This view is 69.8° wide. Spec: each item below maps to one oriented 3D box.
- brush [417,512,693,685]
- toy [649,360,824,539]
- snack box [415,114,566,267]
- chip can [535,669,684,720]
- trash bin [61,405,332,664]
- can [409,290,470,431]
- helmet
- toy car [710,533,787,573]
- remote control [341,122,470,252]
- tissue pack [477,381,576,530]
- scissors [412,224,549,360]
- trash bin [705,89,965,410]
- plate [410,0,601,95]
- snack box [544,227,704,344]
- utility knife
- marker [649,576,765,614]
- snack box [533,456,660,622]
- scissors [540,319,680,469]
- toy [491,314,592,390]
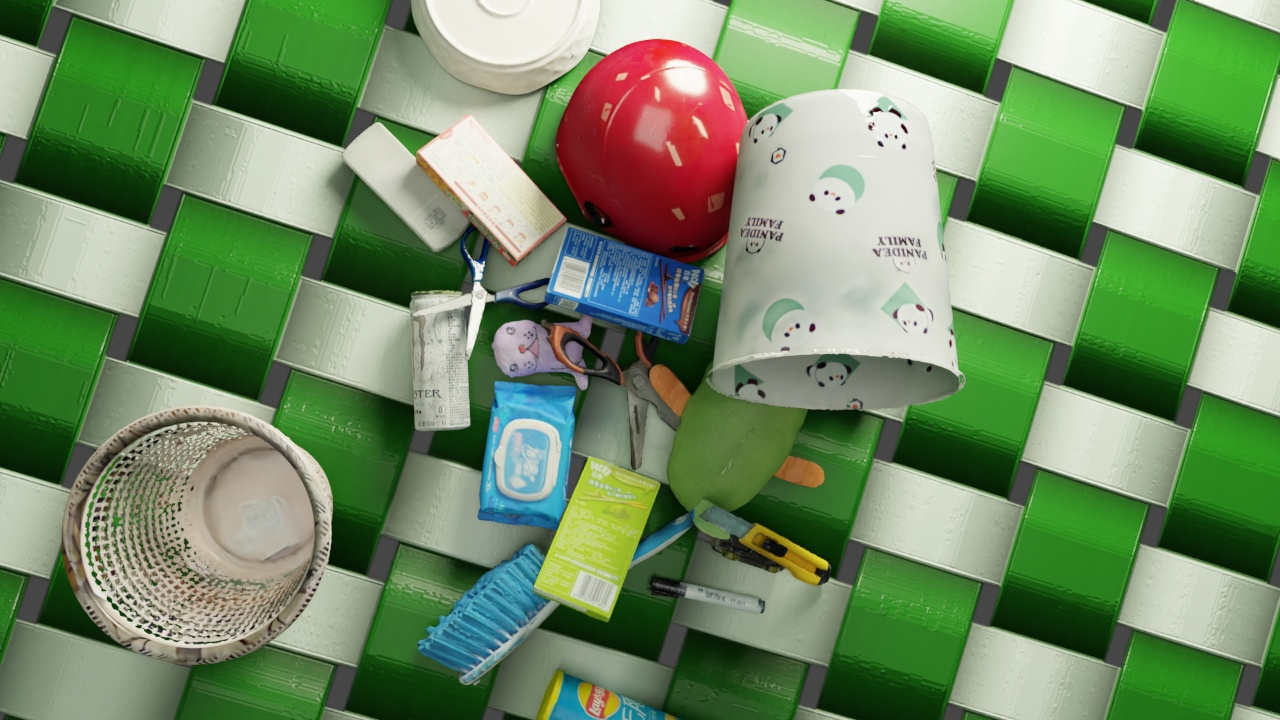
[{"bbox_3d":[-0.086,0.235,0.990,0.314,0.060,0.109,-41,98,-6],"label":"brush"},{"bbox_3d":[0.110,0.064,0.987,0.227,0.090,0.246,32,90,-2],"label":"toy"},{"bbox_3d":[-0.160,-0.183,0.988,0.156,0.027,0.076,48,68,-3],"label":"snack box"},{"bbox_3d":[-0.005,0.403,0.981,0.210,0.071,0.071,23,87,-4],"label":"chip can"},{"bbox_3d":[-0.396,0.155,0.891,0.227,0.192,0.227,0,89,-5],"label":"trash bin"},{"bbox_3d":[-0.213,0.001,0.976,0.058,0.058,0.146,-3,90,-5],"label":"can"},{"bbox_3d":[0.026,-0.223,0.959,0.207,0.144,0.240,-34,93,-6],"label":"helmet"},{"bbox_3d":[0.123,0.204,1.013,0.090,0.035,0.042,20,89,-10],"label":"toy car"},{"bbox_3d":[-0.251,-0.186,0.993,0.058,0.021,0.150,-45,93,-7],"label":"remote control"},{"bbox_3d":[-0.120,0.100,0.983,0.095,0.052,0.157,8,89,-2],"label":"tissue pack"},{"bbox_3d":[-0.162,-0.075,0.970,0.162,0.012,0.175,4,61,-27],"label":"scissors"},{"bbox_3d":[0.182,-0.096,0.866,0.229,0.230,0.251,5,75,-5],"label":"trash bin"},{"bbox_3d":[-0.146,-0.397,0.994,0.205,0.045,0.205,0,89,-4],"label":"plate"},{"bbox_3d":[-0.016,-0.080,0.978,0.157,0.026,0.084,17,65,-6],"label":"snack box"},{"bbox_3d":[0.137,0.198,0.969,0.219,0.015,0.033,33,85,-35],"label":"utility knife"},{"bbox_3d":[0.074,0.262,1.017,0.130,0.018,0.022,14,80,-4],"label":"marker"},{"bbox_3d":[-0.045,0.186,0.968,0.086,0.026,0.156,20,63,4],"label":"snack box"},{"bbox_3d":[-0.010,0.005,1.000,0.226,0.015,0.188,37,72,-18],"label":"scissors"},{"bbox_3d":[-0.107,-0.010,0.994,0.108,0.039,0.084,1,91,-10],"label":"toy"}]
